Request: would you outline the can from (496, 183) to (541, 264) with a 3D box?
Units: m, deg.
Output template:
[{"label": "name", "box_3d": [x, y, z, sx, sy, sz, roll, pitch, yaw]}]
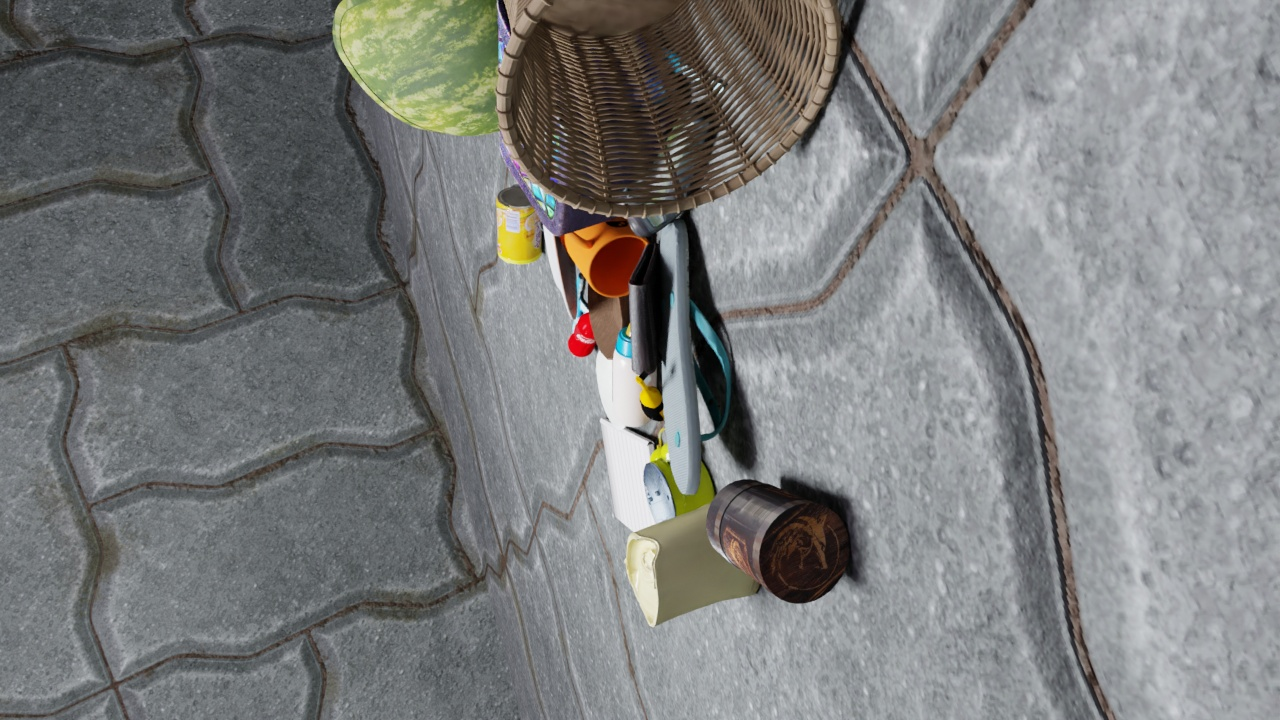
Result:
[{"label": "can", "box_3d": [-0.180, -0.201, 1.368, 0.067, 0.067, 0.105, -121, 27, -43]}]

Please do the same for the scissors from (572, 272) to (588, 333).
[{"label": "scissors", "box_3d": [-0.091, -0.085, 1.277, 0.134, 0.011, 0.137, 101, 151, -53]}]

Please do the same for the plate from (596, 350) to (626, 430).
[{"label": "plate", "box_3d": [-0.026, 0.034, 1.145, 0.104, 0.026, 0.104, 166, 90, -71]}]

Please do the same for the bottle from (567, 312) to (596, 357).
[{"label": "bottle", "box_3d": [-0.067, -0.040, 1.200, 0.119, 0.036, 0.036, 125, 129, -64]}]

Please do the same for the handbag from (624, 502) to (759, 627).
[{"label": "handbag", "box_3d": [0.053, 0.191, 0.892, 0.111, 0.119, 0.081, 93, 157, -46]}]

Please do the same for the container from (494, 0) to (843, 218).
[{"label": "container", "box_3d": [-0.003, -0.249, 0.640, 0.227, 0.226, 0.196, 104, 154, -52]}]

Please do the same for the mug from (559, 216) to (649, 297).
[{"label": "mug", "box_3d": [-0.051, -0.131, 0.993, 0.078, 0.112, 0.096, -54, 41, 18]}]

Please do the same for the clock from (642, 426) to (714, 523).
[{"label": "clock", "box_3d": [0.037, 0.130, 0.986, 0.083, 0.057, 0.119, 135, 120, -68]}]

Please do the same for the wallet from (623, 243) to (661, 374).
[{"label": "wallet", "box_3d": [0.005, -0.055, 0.932, 0.119, 0.031, 0.099, -73, -17, -61]}]

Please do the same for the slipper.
[{"label": "slipper", "box_3d": [0.051, -0.005, 0.894, 0.098, 0.054, 0.268, 141, 126, -73]}]

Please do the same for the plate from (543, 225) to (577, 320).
[{"label": "plate", "box_3d": [-0.103, -0.169, 1.117, 0.242, 0.016, 0.242, -1, -96, -88]}]

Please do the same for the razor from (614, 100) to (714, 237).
[{"label": "razor", "box_3d": [0.022, -0.174, 0.835, 0.152, 0.067, 0.054, -57, 46, 53]}]

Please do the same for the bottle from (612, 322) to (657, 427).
[{"label": "bottle", "box_3d": [-0.006, 0.006, 1.038, 0.051, 0.051, 0.146, -126, 31, -49]}]

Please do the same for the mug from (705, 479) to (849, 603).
[{"label": "mug", "box_3d": [0.120, 0.160, 0.767, 0.116, 0.080, 0.107, 55, 167, -16]}]

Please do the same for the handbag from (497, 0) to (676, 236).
[{"label": "handbag", "box_3d": [-0.071, -0.261, 0.908, 0.222, 0.125, 0.205, 62, 162, 20]}]

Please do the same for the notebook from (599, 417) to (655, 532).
[{"label": "notebook", "box_3d": [-0.010, 0.157, 1.182, 0.210, 0.009, 0.142, -166, 67, -71]}]

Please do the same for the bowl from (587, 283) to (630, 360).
[{"label": "bowl", "box_3d": [-0.030, -0.060, 1.089, 0.118, 0.030, 0.118, 170, 90, -69]}]

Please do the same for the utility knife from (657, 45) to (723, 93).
[{"label": "utility knife", "box_3d": [0.031, -0.270, 0.825, 0.181, 0.015, 0.022, 47, 151, 51]}]

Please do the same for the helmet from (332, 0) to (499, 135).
[{"label": "helmet", "box_3d": [-0.191, -0.383, 1.046, 0.248, 0.212, 0.243, -33, 104, 30]}]

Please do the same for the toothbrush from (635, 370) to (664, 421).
[{"label": "toothbrush", "box_3d": [0.011, 0.039, 0.952, 0.031, 0.031, 0.197, 40, 175, 14]}]
